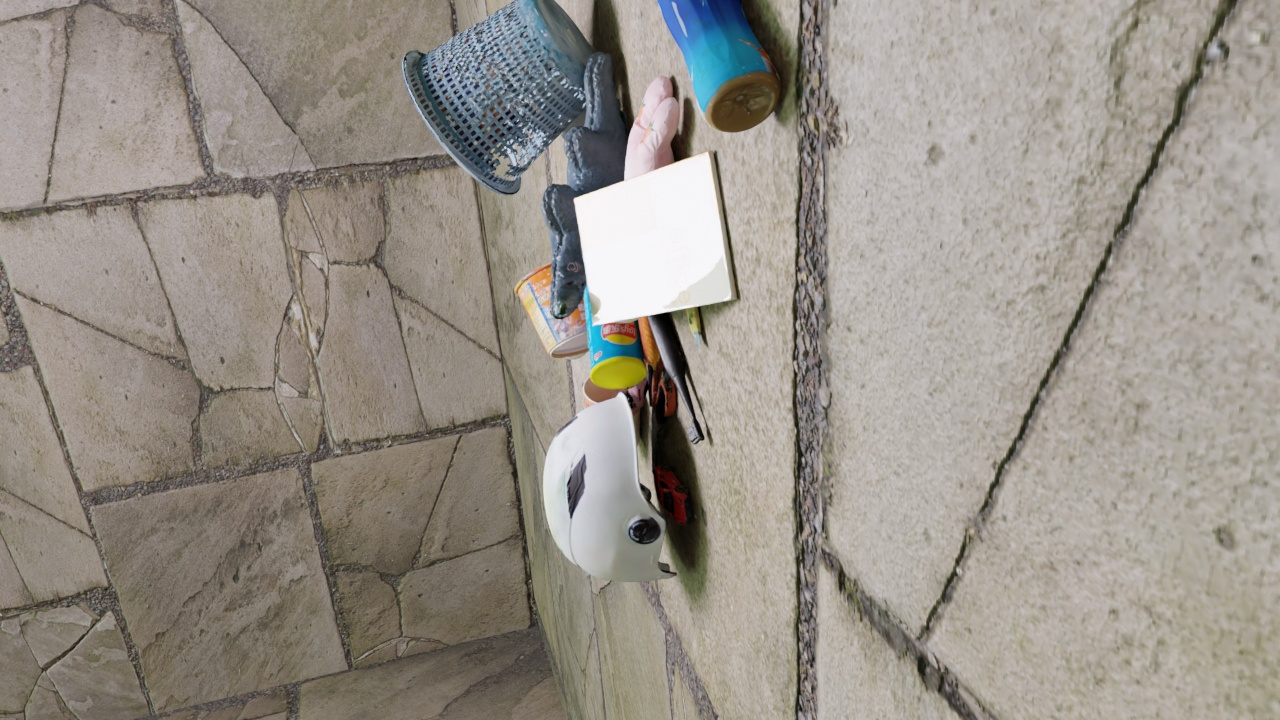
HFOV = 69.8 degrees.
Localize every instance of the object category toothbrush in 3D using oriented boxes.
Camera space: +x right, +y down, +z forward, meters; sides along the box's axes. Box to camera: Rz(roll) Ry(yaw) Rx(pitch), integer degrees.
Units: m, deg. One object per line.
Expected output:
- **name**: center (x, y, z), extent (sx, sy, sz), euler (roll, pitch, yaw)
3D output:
- **toothbrush**: center (0.038, 0.004, 1.082), extent (0.027, 0.026, 0.212), euler (-36, 56, 30)

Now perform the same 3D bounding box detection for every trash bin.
- **trash bin**: center (-0.162, -0.363, 1.201), extent (0.226, 0.195, 0.226), euler (49, -159, -26)

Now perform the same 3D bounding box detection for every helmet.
- **helmet**: center (-0.055, 0.176, 1.209), extent (0.228, 0.146, 0.259), euler (-110, 6, -53)

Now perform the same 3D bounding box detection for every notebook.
- **notebook**: center (0.009, -0.118, 0.943), extent (0.207, 0.010, 0.146), euler (-7, 93, 47)

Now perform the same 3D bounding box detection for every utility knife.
- **utility knife**: center (0.050, -0.094, 1.001), extent (0.031, 0.018, 0.162), euler (149, 107, -78)

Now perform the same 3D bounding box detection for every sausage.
- **sausage**: center (0.006, -0.066, 1.152), extent (0.021, 0.021, 0.165), euler (118, 146, -69)

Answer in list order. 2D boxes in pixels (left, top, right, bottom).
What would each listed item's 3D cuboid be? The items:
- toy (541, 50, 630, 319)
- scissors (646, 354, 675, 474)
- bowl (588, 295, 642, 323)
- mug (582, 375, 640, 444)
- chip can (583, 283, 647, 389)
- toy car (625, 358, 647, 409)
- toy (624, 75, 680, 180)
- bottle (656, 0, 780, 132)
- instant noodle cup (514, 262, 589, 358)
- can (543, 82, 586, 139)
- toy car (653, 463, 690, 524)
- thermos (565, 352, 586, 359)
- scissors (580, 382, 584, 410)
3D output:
- **toy**: center (-0.057, -0.195, 1.109), extent (0.138, 0.091, 0.355), euler (49, -135, -58)
- **scissors**: center (0.026, 0.080, 1.209), extent (0.194, 0.015, 0.206), euler (-175, 76, -75)
- **bowl**: center (-0.006, -0.096, 1.064), extent (0.116, 0.066, 0.116), euler (17, -91, -71)
- **mug**: center (-0.038, 0.069, 1.352), extent (0.114, 0.082, 0.106), euler (-74, -13, -51)
- **chip can**: center (-0.039, -0.070, 1.194), extent (0.071, 0.071, 0.210), euler (103, 163, -58)
- **toy car**: center (-0.007, 0.007, 1.252), extent (0.056, 0.037, 0.122), euler (88, 178, -63)
- **toy**: center (0.013, -0.219, 0.983), extent (0.121, 0.054, 0.160), euler (-102, 17, -48)
- **bottle**: center (0.052, -0.285, 0.747), extent (0.065, 0.065, 0.218), euler (104, 153, -59)
- **instant noodle cup**: center (-0.095, -0.076, 1.340), extent (0.152, 0.151, 0.111), euler (126, 125, -72)
- **can**: center (-0.106, -0.371, 1.339), extent (0.146, 0.058, 0.058), euler (-115, 20, -47)
- **toy car**: center (0.041, 0.174, 1.187), extent (0.106, 0.031, 0.049), euler (-134, 35, -63)
- **thermos**: center (-0.099, -0.053, 1.524), extent (0.221, 0.070, 0.070), euler (136, 123, -74)
- **scissors**: center (-0.057, 0.026, 1.384), extent (0.136, 0.017, 0.133), euler (-65, -19, 12)
